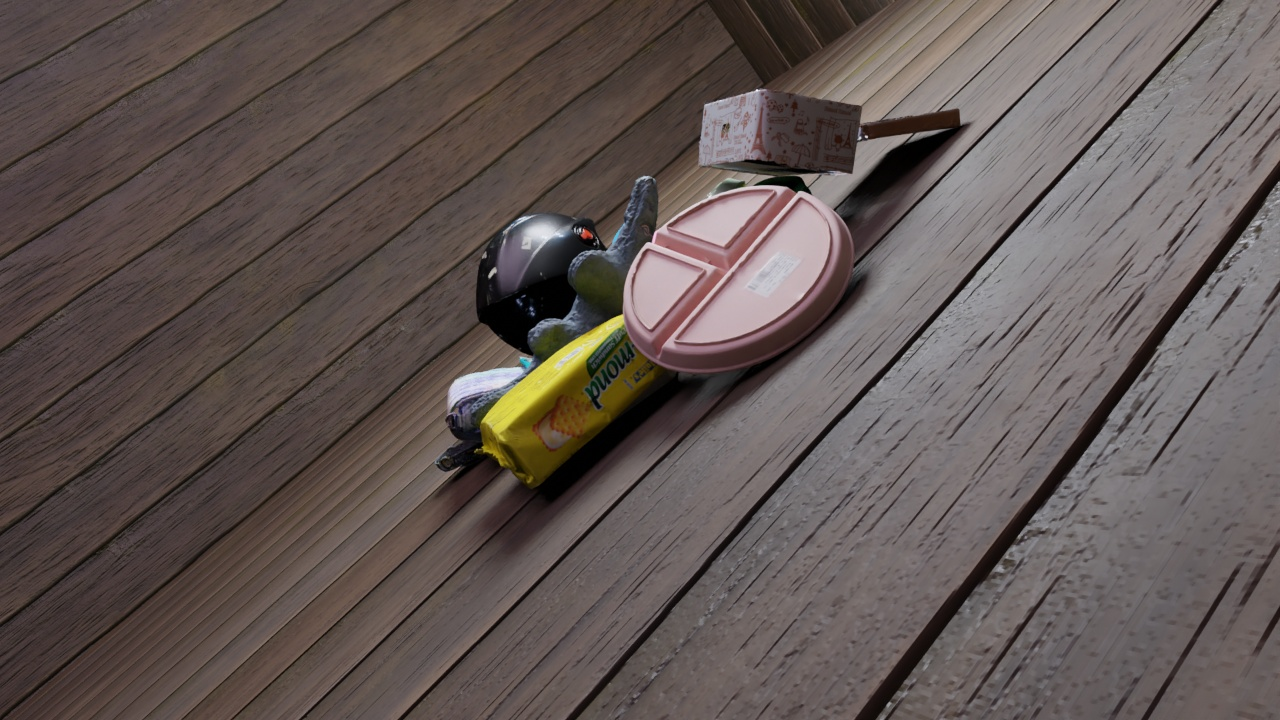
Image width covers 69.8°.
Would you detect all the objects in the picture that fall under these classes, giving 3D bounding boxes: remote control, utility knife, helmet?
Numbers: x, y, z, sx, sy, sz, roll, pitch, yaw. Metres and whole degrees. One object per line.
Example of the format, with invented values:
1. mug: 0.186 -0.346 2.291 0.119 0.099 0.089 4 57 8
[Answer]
1. remote control: -0.024 0.045 0.980 0.150 0.021 0.058 -35 14 13
2. utility knife: -0.153 0.003 1.270 0.193 0.029 0.013 -160 78 -76
3. helmet: -0.167 -0.139 1.578 0.234 0.230 0.274 -28 55 40

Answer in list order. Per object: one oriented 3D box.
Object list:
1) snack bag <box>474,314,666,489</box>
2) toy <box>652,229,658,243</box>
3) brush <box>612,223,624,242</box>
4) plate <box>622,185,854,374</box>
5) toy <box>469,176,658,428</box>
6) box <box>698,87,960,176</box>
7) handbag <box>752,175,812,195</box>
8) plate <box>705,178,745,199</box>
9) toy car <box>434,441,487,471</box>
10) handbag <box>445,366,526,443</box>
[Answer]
1. snack bag: -0.065 0.028 0.952 0.246 0.068 0.158 -41 14 -12
2. toy: 0.047 -0.167 1.411 0.195 0.074 0.178 -10 44 58
3. brush: -0.056 -0.134 1.476 0.083 0.046 0.254 132 159 -66
4. plate: 0.085 -0.085 0.865 0.230 0.028 0.229 -15 46 16
5. toy: -0.057 -0.049 1.076 0.356 0.138 0.091 -57 34 -7
6. box: 0.221 -0.262 1.088 0.261 0.088 0.178 2 9 -19
7. handbag: 0.146 -0.163 1.097 0.120 0.068 0.131 -36 20 -15
8. plate: 0.062 -0.141 1.192 0.230 0.027 0.230 -55 -4 -6
9. toy car: -0.233 0.124 1.259 0.106 0.031 0.049 -26 12 8
10. handbag: -0.191 0.058 1.223 0.134 0.075 0.194 -10 7 -10
